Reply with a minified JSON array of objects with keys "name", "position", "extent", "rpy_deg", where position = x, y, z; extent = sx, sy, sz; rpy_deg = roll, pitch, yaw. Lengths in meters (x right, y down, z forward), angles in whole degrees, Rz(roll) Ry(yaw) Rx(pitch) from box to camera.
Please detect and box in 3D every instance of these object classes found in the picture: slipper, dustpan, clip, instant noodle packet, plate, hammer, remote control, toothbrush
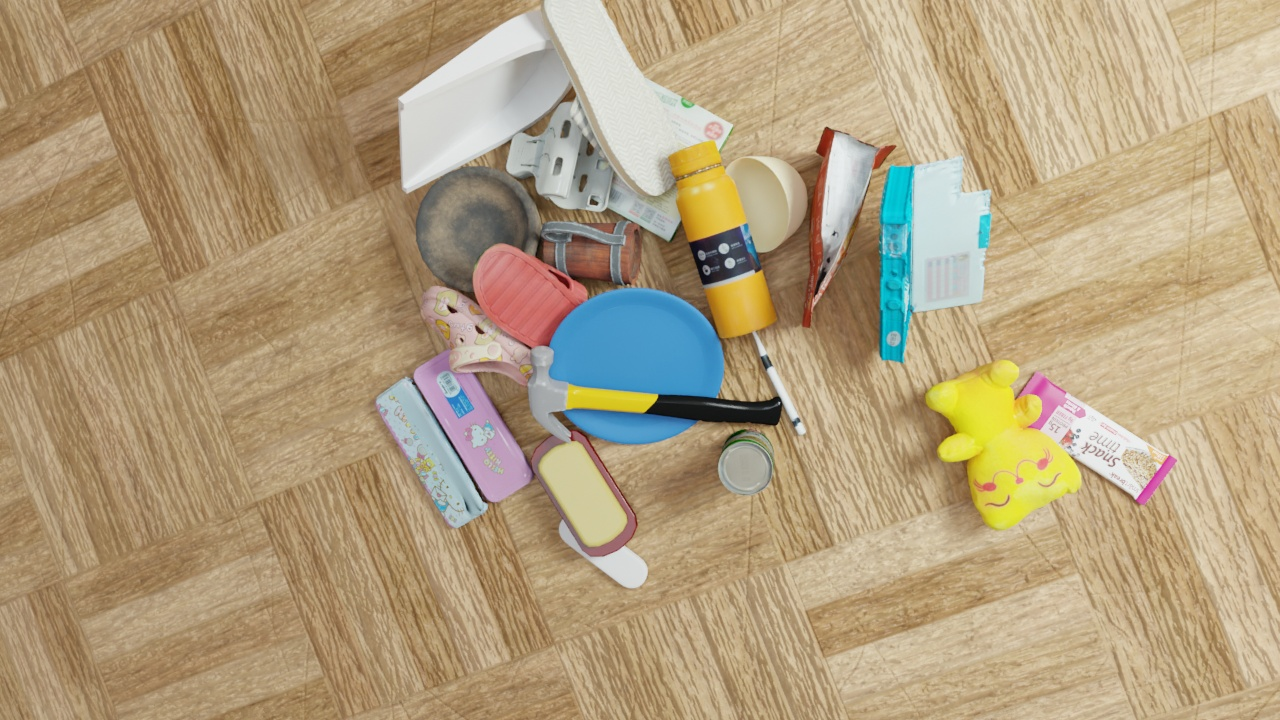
[{"name":"slipper","position":[-0.214,-0.017,1.188],"extent":[0.197,0.093,0.081],"rpy_deg":[36,70,1]},{"name":"dustpan","position":[-0.176,-0.313,1.112],"extent":[0.053,0.192,0.257],"rpy_deg":[43,67,4]},{"name":"slipper","position":[-0.037,-0.319,1.096],"extent":[0.054,0.114,0.273],"rpy_deg":[-1,128,47]},{"name":"clip","position":[-0.106,-0.262,1.159],"extent":[0.152,0.105,0.126],"rpy_deg":[11,84,10]},{"name":"instant noodle packet","position":[0.221,-0.146,1.087],"extent":[0.084,0.164,0.221],"rpy_deg":[17,94,6]},{"name":"plate","position":[-0.007,0.007,1.167],"extent":[0.224,0.024,0.225],"rpy_deg":[0,118,0]},{"name":"hammer","position":[0.018,0.055,1.164],"extent":[0.323,0.029,0.127],"rpy_deg":[5,118,-4]},{"name":"remote control","position":[-0.050,0.253,1.224],"extent":[0.136,0.013,0.043],"rpy_deg":[36,97,5]},{"name":"toothbrush","position":[0.165,0.013,1.181],"extent":[0.017,0.012,0.187],"rpy_deg":[-27,89,22]},{"name":"slipper","position":[-0.110,-0.059,1.172],"extent":[0.248,0.059,0.104],"rpy_deg":[40,107,-23]}]

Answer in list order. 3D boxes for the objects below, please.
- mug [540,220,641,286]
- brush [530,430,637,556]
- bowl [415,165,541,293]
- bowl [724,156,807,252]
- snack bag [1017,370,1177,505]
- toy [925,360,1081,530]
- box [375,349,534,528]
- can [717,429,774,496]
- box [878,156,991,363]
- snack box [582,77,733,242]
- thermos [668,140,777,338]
[{"name":"mug","position":[-0.064,-0.144,1.157],"extent":[0.111,0.117,0.081],"rpy_deg":[5,76,12]},{"name":"brush","position":[-0.074,0.173,1.200],"extent":[0.082,0.042,0.173],"rpy_deg":[-33,84,0]},{"name":"bowl","position":[-0.205,-0.168,1.197],"extent":[0.162,0.070,0.162],"rpy_deg":[0,93,8]},{"name":"bowl","position":[0.164,-0.201,1.133],"extent":[0.073,0.118,0.118],"rpy_deg":[-24,89,-33]},{"name":"snack bag","position":[0.551,0.095,1.124],"extent":[0.196,0.016,0.070],"rpy_deg":[34,99,5]},{"name":"toy","position":[0.426,0.098,1.108],"extent":[0.134,0.087,0.194],"rpy_deg":[-31,90,6]},{"name":"box","position":[-0.254,0.107,1.238],"extent":[0.151,0.040,0.214],"rpy_deg":[-33,88,12]},{"name":"can","position":[0.131,0.124,1.136],"extent":[0.067,0.121,0.067],"rpy_deg":[0,93,9]},{"name":"box","position":[0.322,-0.124,1.061],"extent":[0.168,0.227,0.086],"rpy_deg":[-35,48,-19]},{"name":"snack box","position":[0.022,-0.257,1.180],"extent":[0.132,0.027,0.168],"rpy_deg":[30,96,5]},{"name":"thermos","position":[0.093,-0.147,1.126],"extent":[0.076,0.092,0.233],"rpy_deg":[-24,100,-31]}]
